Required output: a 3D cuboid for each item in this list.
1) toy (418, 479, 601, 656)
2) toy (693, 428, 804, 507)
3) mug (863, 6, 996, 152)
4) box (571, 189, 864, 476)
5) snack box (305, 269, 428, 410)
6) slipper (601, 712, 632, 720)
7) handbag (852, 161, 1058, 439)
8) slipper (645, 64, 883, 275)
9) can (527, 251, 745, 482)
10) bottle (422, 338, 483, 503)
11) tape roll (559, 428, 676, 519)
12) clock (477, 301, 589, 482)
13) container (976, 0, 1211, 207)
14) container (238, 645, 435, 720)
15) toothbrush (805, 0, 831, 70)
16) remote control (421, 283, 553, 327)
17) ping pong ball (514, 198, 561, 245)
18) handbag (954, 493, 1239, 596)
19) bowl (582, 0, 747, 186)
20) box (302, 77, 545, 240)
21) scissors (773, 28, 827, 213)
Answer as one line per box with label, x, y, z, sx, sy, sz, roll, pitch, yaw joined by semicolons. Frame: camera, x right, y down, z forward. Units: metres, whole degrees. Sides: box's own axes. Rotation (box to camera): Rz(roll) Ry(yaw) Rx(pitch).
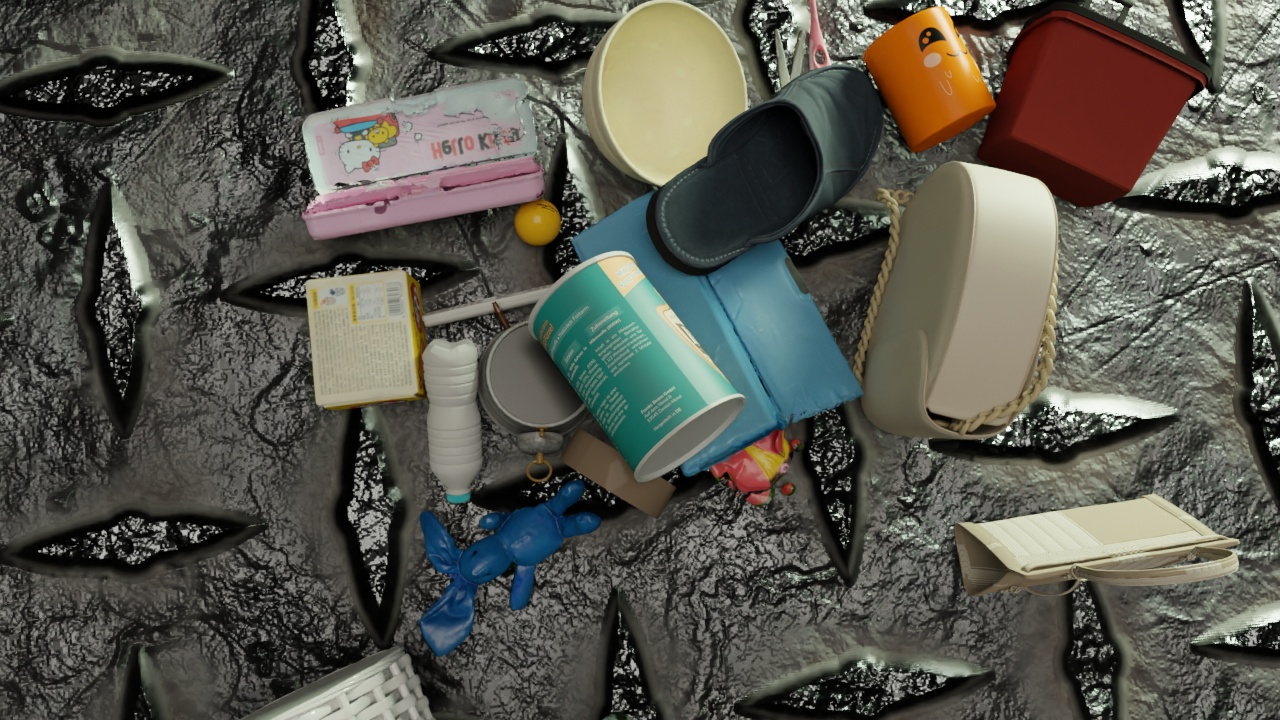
toy;-0.114;0.149;0.751;0.176;0.071;0.112;-32;83;5
toy;0.087;0.076;0.778;0.103;0.046;0.084;13;97;4
mug;0.263;-0.248;0.808;0.112;0.078;0.096;-22;84;-35
box;0.062;-0.042;0.762;0.175;0.060;0.231;-25;73;-5
snack box;-0.225;-0.015;0.766;0.083;0.061;0.105;-7;84;-3
slipper;-0.026;0.395;0.713;0.074;0.104;0.245;8;90;-3
handbag;0.232;-0.045;0.710;0.103;0.211;0.208;12;86;-1
slipper;0.125;-0.166;0.752;0.265;0.084;0.109;-38;97;-24
can;-0.004;0.004;0.692;0.099;0.099;0.144;-36;72;-5
bottle;-0.154;0.051;0.759;0.044;0.044;0.136;-1;104;-2
tape roll;-0.018;0.092;0.745;0.094;0.094;0.030;31;83;1
clock;-0.084;0.027;0.769;0.104;0.056;0.147;1;79;-11
container;0.392;-0.249;0.787;0.148;0.127;0.201;26;90;1
container;-0.222;0.336;0.666;0.189;0.189;0.186;-25;84;-5
toothbrush;0.161;-0.283;0.832;0.021;0.016;0.135;-8;87;-3
remote control;-0.121;-0.049;0.788;0.131;0.033;0.012;-13;100;-3
ping pong ball;-0.089;-0.119;0.792;0.040;0.040;0.040;0;84;-2
handbag;0.366;0.148;0.700;0.175;0.198;0.062;-8;84;-3
bowl;0.010;-0.219;0.777;0.150;0.075;0.151;-4;97;-32
box;-0.187;-0.176;0.778;0.201;0.111;0.101;-11;110;-3
scissors;0.144;-0.215;0.824;0.131;0.014;0.153;31;87;2
